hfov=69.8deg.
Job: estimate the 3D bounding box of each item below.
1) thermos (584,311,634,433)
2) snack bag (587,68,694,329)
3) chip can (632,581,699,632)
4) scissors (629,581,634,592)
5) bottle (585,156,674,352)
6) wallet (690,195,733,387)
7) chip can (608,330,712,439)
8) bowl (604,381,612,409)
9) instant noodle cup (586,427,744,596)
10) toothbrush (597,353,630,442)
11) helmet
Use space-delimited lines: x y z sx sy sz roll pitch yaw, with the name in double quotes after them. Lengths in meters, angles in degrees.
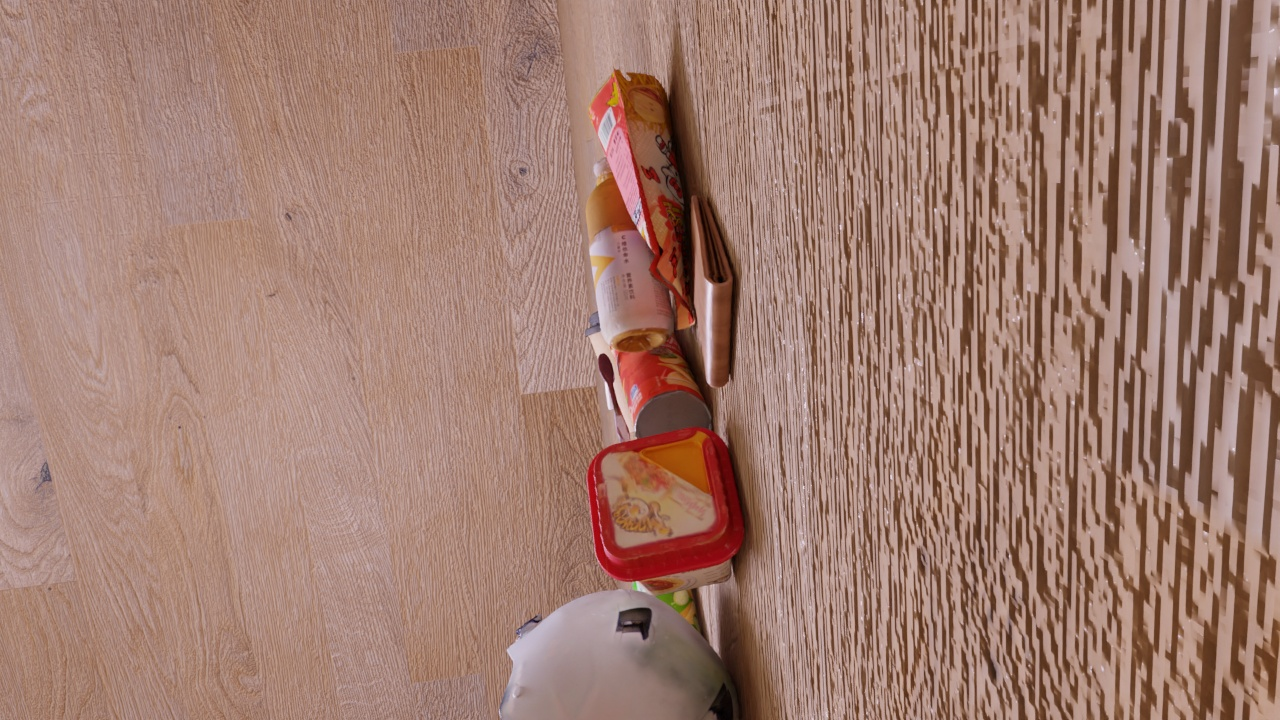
-0.006 0.006 1.034 0.093 0.093 0.143 152 104 -84 "thermos"
0.009 -0.141 0.790 0.128 0.073 0.207 59 -163 -67 "snack bag"
0.036 0.320 1.017 0.073 0.072 0.221 91 171 -54 "chip can"
0.017 0.131 0.863 0.165 0.014 0.163 -63 15 5 "scissors"
-0.014 -0.103 0.861 0.068 0.068 0.189 97 165 -69 "bottle"
0.051 -0.054 0.694 0.115 0.020 0.101 -98 4 -46 "wallet"
0.014 0.016 0.885 0.216 0.073 0.073 -109 13 -64 "chip can"
-0.014 0.038 1.252 0.118 0.064 0.118 173 92 -85 "bowl"
0.025 0.132 0.749 0.124 0.116 0.116 71 -172 -57 "instant noodle cup"
-0.014 0.075 0.867 0.017 0.016 0.187 60 -168 -62 "toothbrush"
0.001 0.296 0.832 0.229 0.146 0.258 47 -177 6 "helmet"
